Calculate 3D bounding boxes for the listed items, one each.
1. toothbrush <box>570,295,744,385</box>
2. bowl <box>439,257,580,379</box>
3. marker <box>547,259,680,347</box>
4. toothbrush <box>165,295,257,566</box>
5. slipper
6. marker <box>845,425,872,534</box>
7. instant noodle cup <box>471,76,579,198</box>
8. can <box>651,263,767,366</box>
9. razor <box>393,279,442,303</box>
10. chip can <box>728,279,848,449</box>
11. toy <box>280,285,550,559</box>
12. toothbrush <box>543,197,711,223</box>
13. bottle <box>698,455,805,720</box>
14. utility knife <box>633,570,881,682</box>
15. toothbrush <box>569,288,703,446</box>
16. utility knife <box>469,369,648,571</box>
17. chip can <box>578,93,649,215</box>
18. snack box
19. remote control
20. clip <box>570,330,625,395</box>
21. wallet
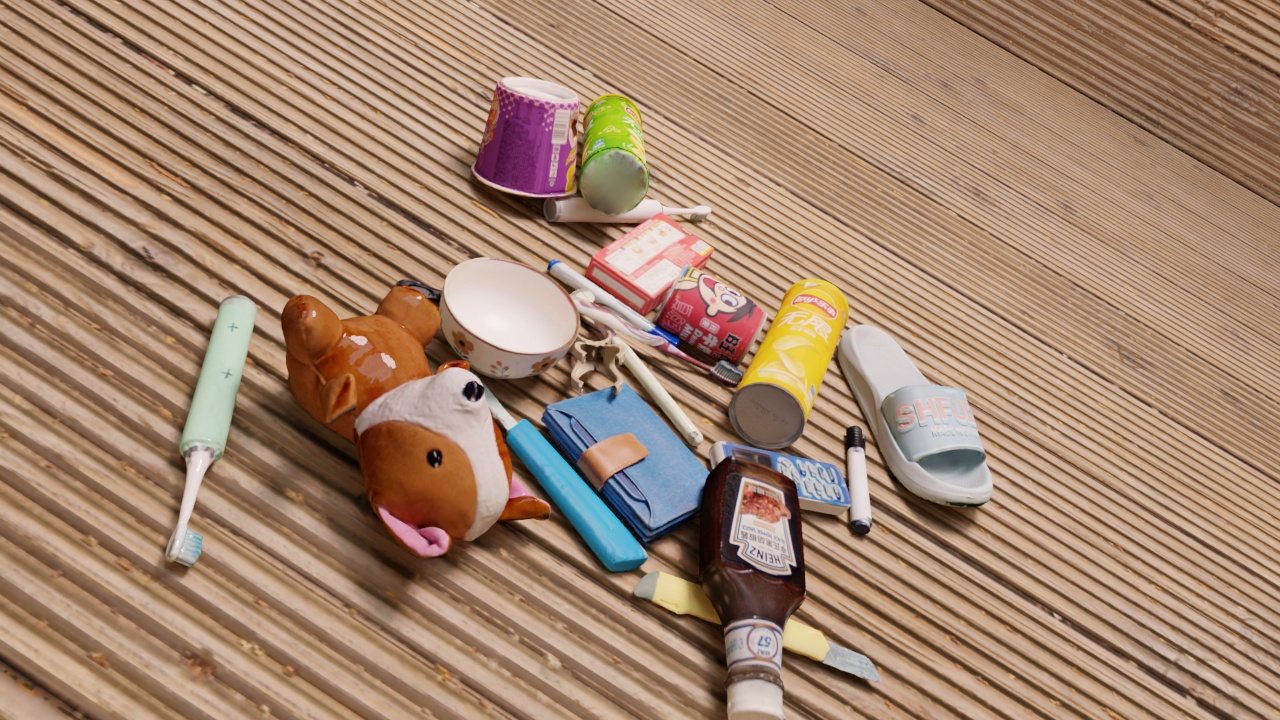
[{"bbox_3d":[0.016,-0.019,0.838,0.187,0.017,0.016,26,31,-20],"label":"toothbrush"},{"bbox_3d":[-0.111,-0.025,0.748,0.113,0.062,0.113,17,38,-14],"label":"bowl"},{"bbox_3d":[-0.027,-0.052,0.873,0.146,0.017,0.016,34,37,6],"label":"marker"},{"bbox_3d":[-0.280,0.036,0.598,0.027,0.027,0.224,32,30,-34],"label":"toothbrush"},{"bbox_3d":[0.277,0.043,0.910,0.104,0.074,0.245,7,41,-27],"label":"slipper"},{"bbox_3d":[0.199,0.107,0.832,0.022,0.018,0.130,30,36,-14],"label":"marker"},{"bbox_3d":[-0.112,-0.231,0.938,0.111,0.099,0.111,10,26,-5],"label":"instant noodle cup"},{"bbox_3d":[0.067,-0.042,0.879,0.094,0.067,0.066,30,37,1],"label":"can"},{"bbox_3d":[-0.141,-0.049,0.793,0.142,0.022,0.042,9,85,-19],"label":"razor"},{"bbox_3d":[0.147,-0.002,0.882,0.072,0.072,0.212,31,38,3],"label":"chip can"},{"bbox_3d":[-0.149,0.038,0.612,0.139,0.131,0.199,-13,63,-49],"label":"toy"},{"bbox_3d":[-0.006,-0.164,1.008,0.220,0.026,0.026,-6,60,-37],"label":"toothbrush"},{"bbox_3d":[0.079,0.160,0.647,0.080,0.044,0.194,23,43,-17],"label":"bottle"},{"bbox_3d":[0.087,0.191,0.660,0.195,0.020,0.030,19,43,-3],"label":"utility knife"},{"bbox_3d":[-0.005,0.005,0.819,0.029,0.020,0.189,-33,65,-16],"label":"toothbrush"},{"bbox_3d":[-0.071,0.078,0.689,0.207,0.018,0.034,47,36,21],"label":"utility knife"},{"bbox_3d":[-0.030,-0.228,1.000,0.072,0.073,0.221,19,28,-13],"label":"chip can"},{"bbox_3d":[0.013,-0.103,0.950,0.075,0.026,0.152,35,37,10],"label":"snack box"},{"bbox_3d":[0.119,0.102,0.780,0.124,0.024,0.049,14,39,-21],"label":"remote control"},{"bbox_3d":[-0.050,-0.004,0.768,0.080,0.035,0.104,-3,22,-22],"label":"clip"},{"bbox_3d":[-0.005,0.076,0.722,0.133,0.040,0.106,46,36,23],"label":"wallet"}]
